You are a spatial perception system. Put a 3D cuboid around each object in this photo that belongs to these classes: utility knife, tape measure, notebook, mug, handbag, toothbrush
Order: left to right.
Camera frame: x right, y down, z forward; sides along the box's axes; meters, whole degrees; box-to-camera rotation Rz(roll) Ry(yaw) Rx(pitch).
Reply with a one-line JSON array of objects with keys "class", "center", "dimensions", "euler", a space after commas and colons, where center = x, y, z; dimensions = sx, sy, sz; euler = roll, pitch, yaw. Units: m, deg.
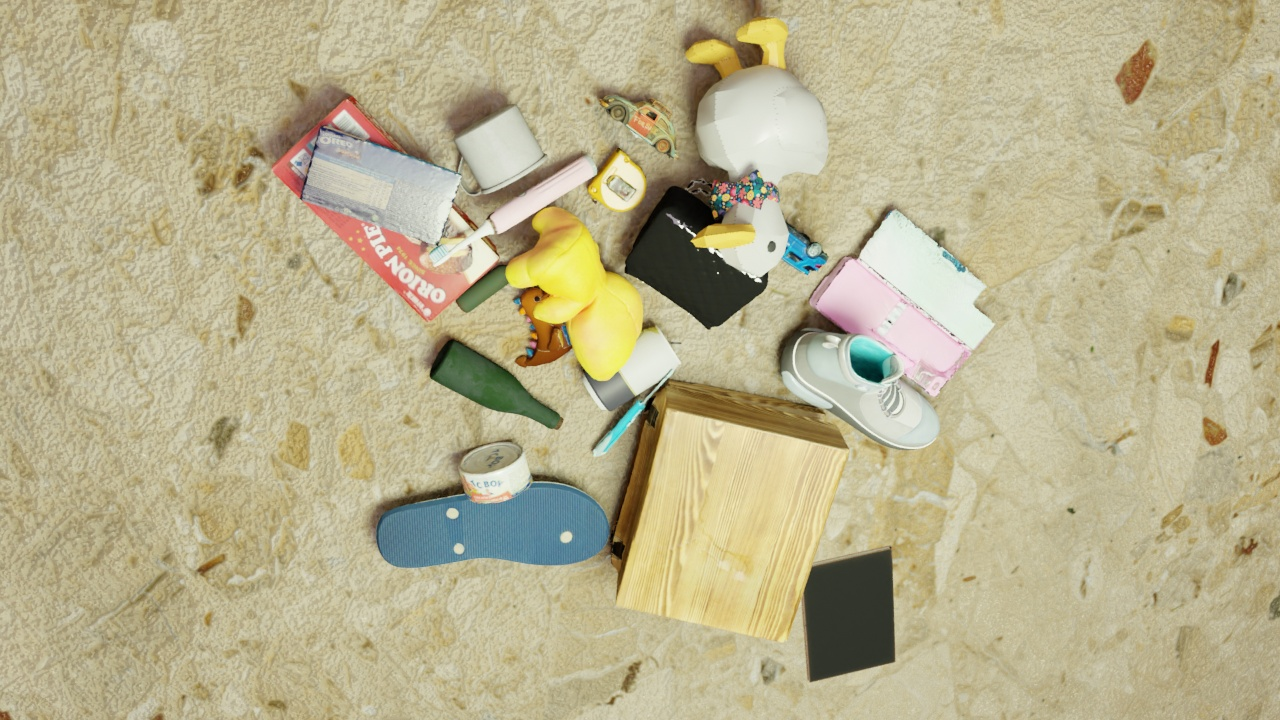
[{"class": "mug", "center": [-0.166, -0.229, 1.016], "dimensions": [0.113, 0.084, 0.070], "euler": [-17, 114, 30]}, {"class": "toothbrush", "center": [-0.141, -0.166, 1.022], "dimensions": [0.222, 0.027, 0.026], "euler": [-36, 109, -21]}, {"class": "tape measure", "center": [-0.024, -0.204, 1.074], "dimensions": [0.059, 0.030, 0.068], "euler": [36, 101, -19]}, {"class": "utility knife", "center": [-0.010, 0.066, 1.157], "dimensions": [0.022, 0.015, 0.169], "euler": [-7, 144, -50]}, {"class": "handbag", "center": [0.066, -0.126, 1.095], "dimensions": [0.153, 0.114, 0.125], "euler": [32, 128, -14]}, {"class": "notebook", "center": [0.312, 0.382, 1.373], "dimensions": [0.141, 0.008, 0.209], "euler": [-11, 112, -7]}]

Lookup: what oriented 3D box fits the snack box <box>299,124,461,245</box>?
[{"class": "snack box", "center": [-0.272, -0.184, 0.967], "dimensions": [0.150, 0.027, 0.082], "euler": [18, 103, -19]}]

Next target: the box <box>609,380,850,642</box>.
[{"class": "box", "center": [0.099, 0.184, 1.189], "dimensions": [0.247, 0.175, 0.279], "euler": [13, 108, -5]}]

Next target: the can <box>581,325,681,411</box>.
[{"class": "can", "center": [-0.007, 0.007, 1.138], "dimensions": [0.127, 0.064, 0.064], "euler": [-32, 113, 2]}]

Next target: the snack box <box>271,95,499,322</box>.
[{"class": "snack box", "center": [-0.278, -0.165, 1.021], "dimensions": [0.113, 0.060, 0.236], "euler": [-41, 112, 4]}]

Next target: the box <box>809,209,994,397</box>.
[{"class": "box", "center": [0.352, -0.073, 1.194], "dimensions": [0.230, 0.035, 0.159], "euler": [34, 100, -20]}]

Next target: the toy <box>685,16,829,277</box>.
[{"class": "toy", "center": [0.133, -0.230, 1.018], "dimensions": [0.246, 0.141, 0.267], "euler": [-15, 97, -46]}]

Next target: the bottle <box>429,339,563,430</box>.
[{"class": "bottle", "center": [-0.170, 0.039, 1.124], "dimensions": [0.174, 0.055, 0.055], "euler": [31, 102, -21]}]

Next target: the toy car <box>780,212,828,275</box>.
[{"class": "toy car", "center": [0.176, -0.148, 1.120], "dimensions": [0.120, 0.056, 0.044], "euler": [35, 101, -22]}]

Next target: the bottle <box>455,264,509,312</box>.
[{"class": "bottle", "center": [-0.172, -0.095, 1.088], "dimensions": [0.106, 0.025, 0.025], "euler": [-36, 113, 4]}]

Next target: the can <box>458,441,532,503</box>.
[{"class": "can", "center": [-0.181, 0.139, 1.143], "dimensions": [0.086, 0.086, 0.043], "euler": [-13, 112, -6]}]

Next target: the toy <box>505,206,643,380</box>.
[{"class": "toy", "center": [-0.058, -0.083, 1.056], "dimensions": [0.088, 0.134, 0.194], "euler": [-8, 131, 37]}]

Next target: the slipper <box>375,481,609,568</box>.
[{"class": "slipper", "center": [-0.189, 0.209, 1.185], "dimensions": [0.295, 0.060, 0.118], "euler": [-4, 108, -7]}]

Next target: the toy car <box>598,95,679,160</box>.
[{"class": "toy car", "center": [0.007, -0.275, 1.043], "dimensions": [0.112, 0.047, 0.047], "euler": [31, 102, -21]}]

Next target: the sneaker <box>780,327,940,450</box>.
[{"class": "sneaker", "center": [0.311, 0.038, 1.155], "dimensions": [0.256, 0.161, 0.093], "euler": [29, 76, -17]}]

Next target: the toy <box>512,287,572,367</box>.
[{"class": "toy", "center": [-0.127, -0.039, 1.115], "dimensions": [0.103, 0.070, 0.090], "euler": [-29, 101, 25]}]
